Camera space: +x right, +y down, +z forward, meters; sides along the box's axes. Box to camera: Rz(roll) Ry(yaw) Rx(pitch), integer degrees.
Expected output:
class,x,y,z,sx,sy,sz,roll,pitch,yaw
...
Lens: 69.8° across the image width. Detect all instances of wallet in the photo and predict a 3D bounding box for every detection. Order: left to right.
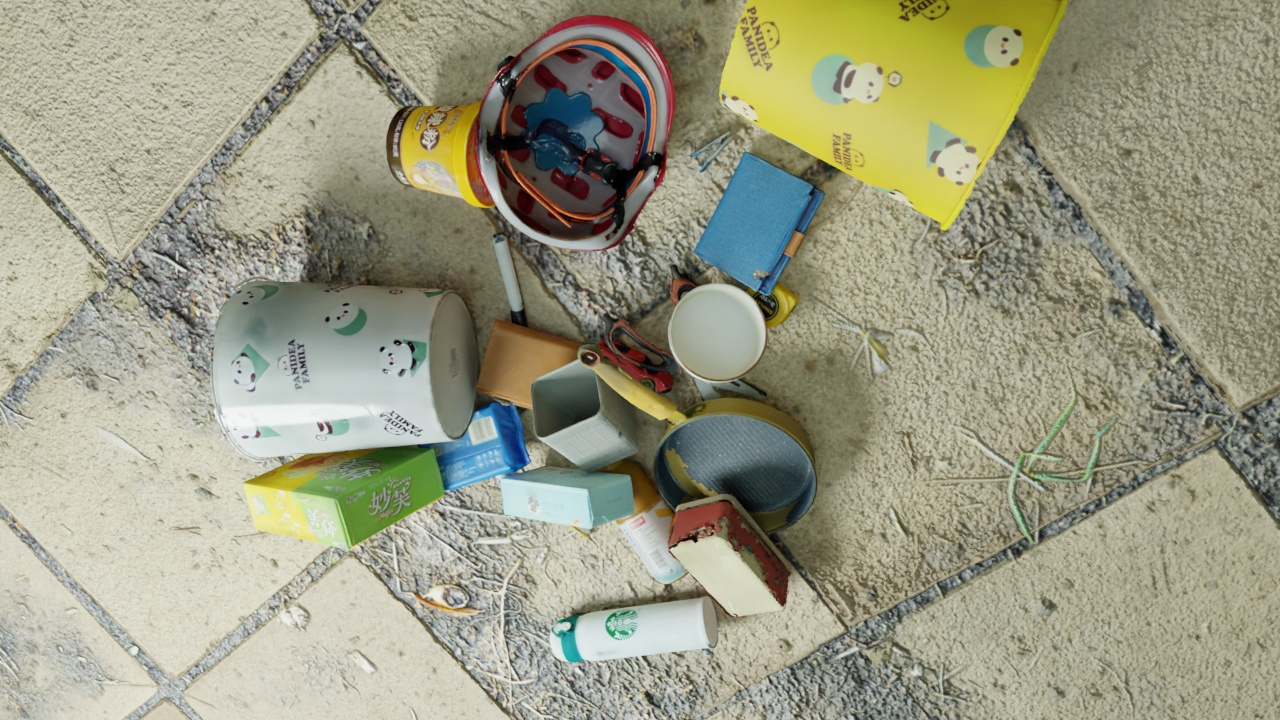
class,x,y,z,sx,sy,sz,roll,pitch,yaw
wallet,-0.133,0.013,1.154,0.132,0.031,0.108,16,113,-6
wallet,0.133,-0.154,1.034,0.106,0.040,0.133,32,109,17

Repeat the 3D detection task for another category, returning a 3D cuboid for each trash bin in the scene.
class,x,y,z,sx,sy,sz,roll,pitch,yaw
trash bin,-0.345,0.009,1.121,0.252,0.229,0.230,0,108,7
trash bin,0.231,-0.282,0.885,0.255,0.229,0.230,27,112,10

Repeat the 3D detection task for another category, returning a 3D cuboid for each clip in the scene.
class,x,y,z,sx,sy,sz,roll,pitch,yaw
clip,0.082,-0.239,1.033,0.058,0.027,0.045,-35,90,21

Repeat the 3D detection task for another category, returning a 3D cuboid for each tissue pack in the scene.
class,x,y,z,sx,sy,sz,roll,pitch,yaw
tissue pack,-0.220,0.115,1.200,0.157,0.052,0.095,-19,81,16

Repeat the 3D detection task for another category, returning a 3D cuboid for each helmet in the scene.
class,x,y,z,sx,sy,sz,roll,pitch,yaw
helmet,-0.078,-0.248,1.003,0.207,0.144,0.240,28,93,-22

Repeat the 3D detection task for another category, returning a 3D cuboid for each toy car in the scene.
class,x,y,z,sx,sy,sz,roll,pitch,yaw
toy car,-0.007,0.007,1.124,0.106,0.049,0.031,29,114,4

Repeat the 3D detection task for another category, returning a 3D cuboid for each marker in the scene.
class,x,y,z,sx,sy,sz,roll,pitch,yaw
marker,-0.162,-0.094,1.142,0.018,0.022,0.131,3,113,43

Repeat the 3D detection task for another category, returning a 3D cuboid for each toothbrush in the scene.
class,x,y,z,sx,sy,sz,roll,pitch,yaw
toothbrush,-0.145,0.180,1.234,0.191,0.016,0.018,35,102,0

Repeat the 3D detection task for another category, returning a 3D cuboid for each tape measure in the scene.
class,x,y,z,sx,sy,sz,roll,pitch,yaw
tape measure,0.150,-0.068,1.071,0.060,0.028,0.057,40,117,17

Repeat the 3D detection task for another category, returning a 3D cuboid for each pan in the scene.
class,x,y,z,sx,sy,sz,roll,pitch,yaw
pan,0.060,0.087,1.073,0.198,0.078,0.357,-32,112,31

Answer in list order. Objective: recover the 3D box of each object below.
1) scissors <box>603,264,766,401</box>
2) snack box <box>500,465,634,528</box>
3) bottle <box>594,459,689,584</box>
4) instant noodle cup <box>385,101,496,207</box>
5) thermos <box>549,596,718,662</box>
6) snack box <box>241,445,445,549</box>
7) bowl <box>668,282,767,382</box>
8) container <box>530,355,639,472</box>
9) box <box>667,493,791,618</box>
class,x,y,z,sx,sy,sz,roll,pitch,yaw
scissors,0.054,-0.008,1.097,0.189,0.015,0.226,-9,96,-11
snack box,-0.093,0.168,1.141,0.175,0.074,0.051,-2,97,45
bottle,0.001,0.195,1.175,0.068,0.067,0.189,-31,96,21
instant noodle cup,-0.220,-0.242,1.059,0.114,0.118,0.118,11,111,19
thermos,-0.012,0.364,1.235,0.224,0.073,0.073,-12,105,17
snack box,-0.379,0.164,1.174,0.210,0.157,0.070,0,108,38
bowl,0.083,-0.028,1.057,0.113,0.062,0.113,1,82,-10
container,-0.063,0.070,1.110,0.090,0.090,0.114,-23,141,16
box,0.112,0.249,1.125,0.091,0.080,0.168,-19,126,31
